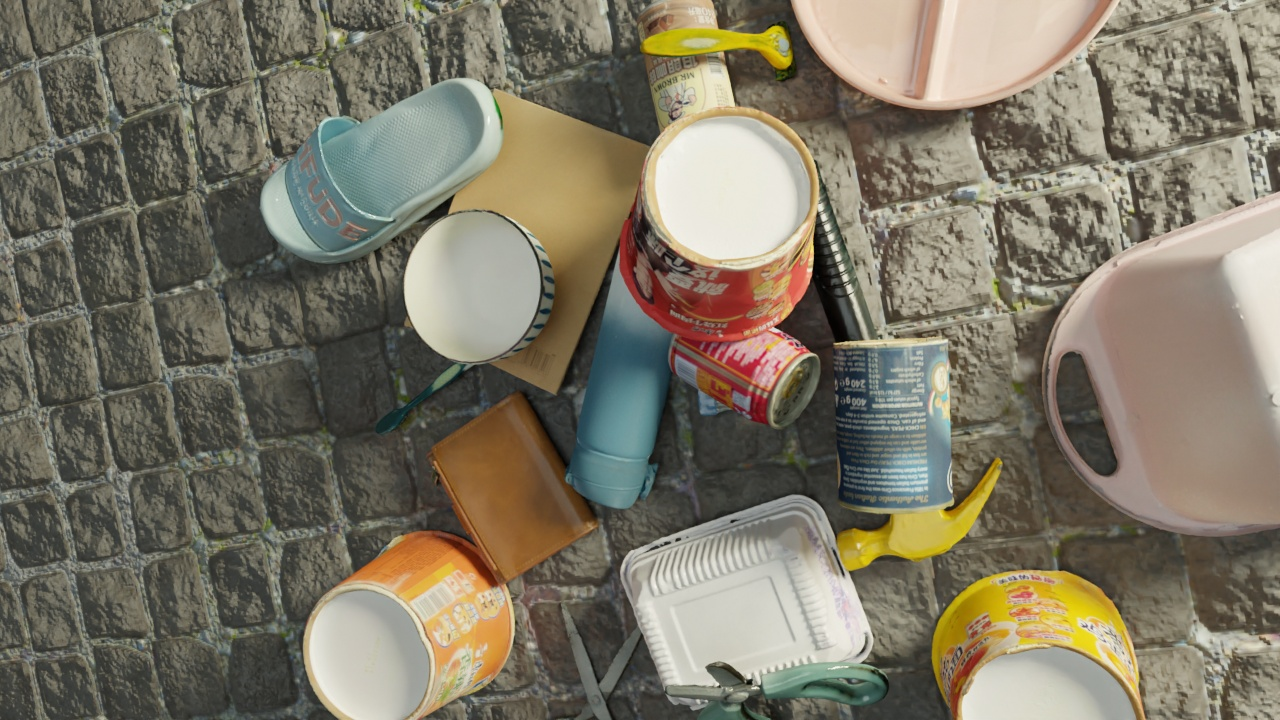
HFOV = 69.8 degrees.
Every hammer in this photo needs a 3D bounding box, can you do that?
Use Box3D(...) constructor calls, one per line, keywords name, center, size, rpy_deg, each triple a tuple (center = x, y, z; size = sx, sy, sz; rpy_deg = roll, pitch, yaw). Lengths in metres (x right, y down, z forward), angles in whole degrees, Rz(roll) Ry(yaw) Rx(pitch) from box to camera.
Box3D(name="hammer", center=(0.163, -0.001, 0.667), size=(0.129, 0.032, 0.300), rpy_deg=(-20, 88, 18))

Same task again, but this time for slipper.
Box3D(name="slipper", center=(-0.222, -0.155, 0.750), size=(0.246, 0.074, 0.104), rpy_deg=(-21, 83, 24))

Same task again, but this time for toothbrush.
Box3D(name="toothbrush", center=(-0.154, 0.008, 0.780), size=(0.192, 0.018, 0.016), rpy_deg=(-36, 82, 15))

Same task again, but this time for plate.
Box3D(name="plate", center=(0.216, -0.287, 0.632), size=(0.230, 0.028, 0.229), rpy_deg=(1, 94, 19))

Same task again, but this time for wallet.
Box3D(name="wallet", center=(-0.115, 0.111, 0.763), size=(0.119, 0.035, 0.130), rpy_deg=(-33, 82, 17))

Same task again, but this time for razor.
Box3D(name="razor", center=(0.058, -0.221, 0.645), size=(0.028, 0.132, 0.043), rpy_deg=(-4, 96, 57))

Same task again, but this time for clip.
Box3D(name="clip", center=(0.074, 0.028, 0.707), size=(0.058, 0.038, 0.026), rpy_deg=(-3, 91, 19))

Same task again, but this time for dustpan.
Box3D(name="dustpan", center=(0.420, -0.003, 0.598), size=(0.273, 0.139, 0.222), rpy_deg=(-15, 88, -10))

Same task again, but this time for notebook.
Box3D(name="notebook", center=(-0.093, -0.097, 0.745), size=(0.149, 0.012, 0.211), rpy_deg=(24, 97, 16))

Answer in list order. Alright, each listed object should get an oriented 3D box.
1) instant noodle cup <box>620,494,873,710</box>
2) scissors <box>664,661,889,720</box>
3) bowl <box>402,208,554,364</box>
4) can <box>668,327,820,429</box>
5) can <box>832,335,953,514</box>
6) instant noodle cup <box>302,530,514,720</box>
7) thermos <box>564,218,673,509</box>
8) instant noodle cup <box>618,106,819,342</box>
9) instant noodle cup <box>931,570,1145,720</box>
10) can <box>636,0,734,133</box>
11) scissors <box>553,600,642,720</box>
Box3D(name="instant noodle cup", center=(0.074, 0.191, 0.694), size=(0.174, 0.060, 0.138), rpy_deg=(-22, 87, 15))
Box3D(name="scissors", center=(0.084, 0.252, 0.667), size=(0.172, 0.019, 0.179), rpy_deg=(8, 138, -20))
Box3D(name="bowl", center=(-0.117, -0.055, 0.712), size=(0.116, 0.066, 0.116), rpy_deg=(0, 91, 17))
Box3D(name="can", center=(0.075, 0.003, 0.665), size=(0.094, 0.066, 0.066), rpy_deg=(31, 103, 33))
Box3D(name="can", center=(0.168, 0.040, 0.612), size=(0.075, 0.075, 0.111), rpy_deg=(-2, 93, 18))
Box3D(name="instant noodle cup", center=(-0.195, 0.226, 0.757), size=(0.151, 0.111, 0.151), rpy_deg=(1, 94, 17))
Box3D(name="thermos", center=(-0.004, 0.004, 0.707), size=(0.070, 0.070, 0.220), rpy_deg=(15, 99, 16))
Box3D(name="instant noodle cup", center=(0.052, -0.090, 0.600), size=(0.138, 0.109, 0.137), rpy_deg=(0, 75, 1))
Box3D(name="instant noodle cup", center=(0.265, 0.221, 0.610), size=(0.138, 0.109, 0.138), rpy_deg=(1, 93, 18))
Box3D(name="can", center=(0.036, -0.205, 0.680), size=(0.059, 0.058, 0.116), rpy_deg=(-12, 90, 18))
Box3D(name="scissors", center=(-0.033, 0.287, 0.762), size=(0.159, 0.014, 0.180), rpy_deg=(38, 103, 12))
